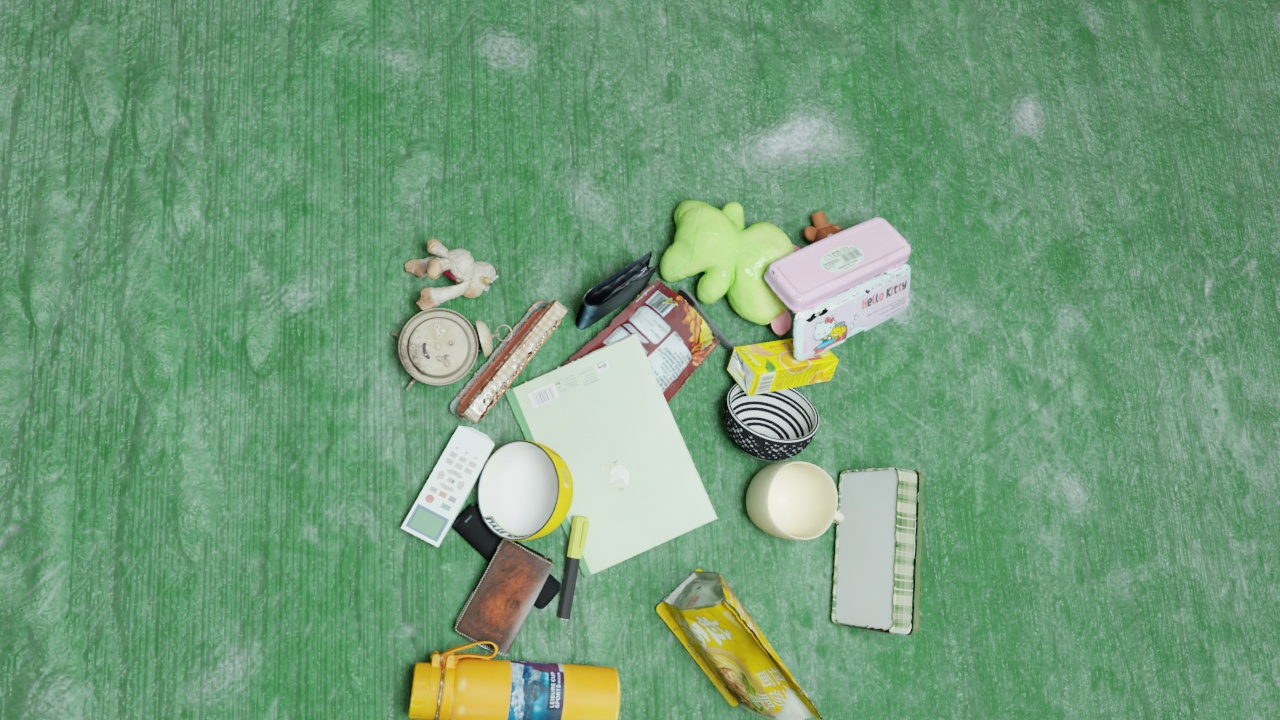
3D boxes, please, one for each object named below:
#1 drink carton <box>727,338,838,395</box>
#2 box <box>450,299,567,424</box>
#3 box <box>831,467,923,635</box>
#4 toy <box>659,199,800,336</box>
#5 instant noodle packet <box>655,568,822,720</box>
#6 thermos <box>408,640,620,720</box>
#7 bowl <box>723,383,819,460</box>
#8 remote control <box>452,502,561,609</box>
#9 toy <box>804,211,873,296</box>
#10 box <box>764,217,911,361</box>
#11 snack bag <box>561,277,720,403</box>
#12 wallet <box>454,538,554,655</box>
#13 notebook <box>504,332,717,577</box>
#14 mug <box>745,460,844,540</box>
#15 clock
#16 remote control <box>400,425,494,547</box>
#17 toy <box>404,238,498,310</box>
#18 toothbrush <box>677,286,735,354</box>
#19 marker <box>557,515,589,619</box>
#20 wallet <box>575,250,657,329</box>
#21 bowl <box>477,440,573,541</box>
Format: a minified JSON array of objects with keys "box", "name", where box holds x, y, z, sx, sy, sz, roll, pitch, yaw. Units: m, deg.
[{"box":[0.187,0.004,1.200,0.134,0.043,0.058,-8,42,-27],"name":"drink carton"},{"box":[-0.159,-0.001,1.122,0.041,0.083,0.186,43,70,-15],"name":"box"},{"box":[0.303,0.240,1.168,0.051,0.118,0.205,12,74,-29],"name":"box"},{"box":[0.130,-0.133,1.208,0.197,0.107,0.150,17,73,-2],"name":"toy"},{"box":[0.115,0.329,1.049,0.084,0.222,0.163,-37,89,-15],"name":"instant noodle packet"},{"box":[-0.144,0.377,1.052,0.232,0.076,0.091,8,50,-13],"name":"thermos"},{"box":[0.162,0.086,1.180,0.120,0.066,0.120,9,37,-7],"name":"bowl"},{"box":[-0.160,0.235,1.101,0.152,0.020,0.041,45,73,-5],"name":"remote control"},{"box":[0.268,-0.145,1.262,0.094,0.065,0.127,-9,80,-33],"name":"toy"},{"box":[0.266,-0.096,1.176,0.201,0.077,0.146,-25,94,-22],"name":"box"},{"box":[-0.007,0.007,1.164,0.139,0.067,0.207,44,78,-3],"name":"snack bag"},{"box":[-0.160,0.277,1.080,0.072,0.019,0.123,29,86,-7],"name":"wallet"},{"box":[-0.037,0.116,1.135,0.182,0.010,0.252,-24,86,-1],"name":"notebook"},{"box":[0.194,0.181,1.161,0.120,0.100,0.096,23,76,-11],"name":"mug"},{"box":[-0.225,-0.018,1.116,0.140,0.055,0.093,-15,83,-9],"name":"clock"},{"box":[-0.227,0.148,1.097,0.049,0.024,0.143,27,73,1],"name":"remote control"},{"box":[-0.228,-0.108,1.134,0.105,0.074,0.085,2,34,-33],"name":"toy"},{"box":[0.105,-0.033,1.211,0.167,0.013,0.013,46,55,-13],"name":"toothbrush"},{"box":[-0.081,0.251,1.110,0.017,0.021,0.123,14,84,-41],"name":"marker"},{"box":[-0.030,-0.085,1.161,0.114,0.089,0.026,-35,84,-17],"name":"wallet"},{"box":[-0.128,0.156,1.090,0.117,0.067,0.117,-6,77,28],"name":"bowl"}]
